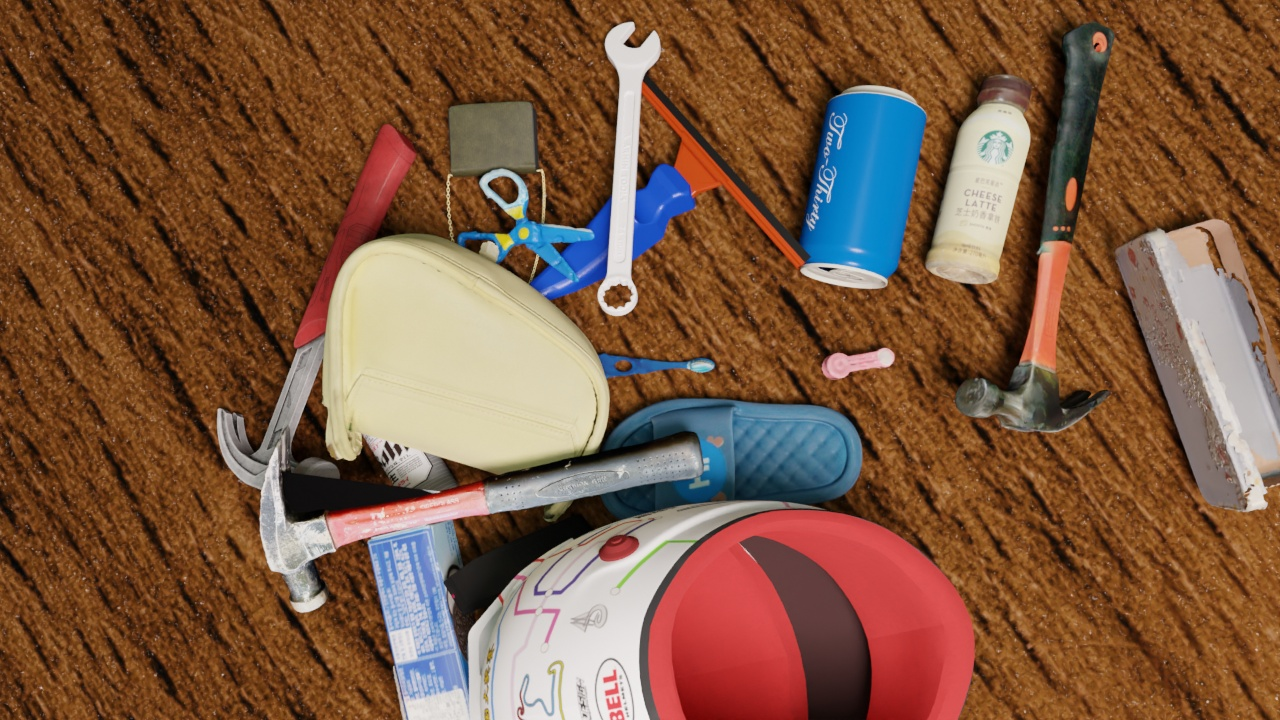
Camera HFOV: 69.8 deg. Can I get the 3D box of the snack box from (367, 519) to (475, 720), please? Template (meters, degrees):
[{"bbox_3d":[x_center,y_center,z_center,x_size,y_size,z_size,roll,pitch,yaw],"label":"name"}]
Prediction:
[{"bbox_3d":[-0.158,0.242,0.729,0.059,0.059,0.226,-15,84,4],"label":"snack box"}]

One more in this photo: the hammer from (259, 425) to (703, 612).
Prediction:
[{"bbox_3d":[-0.116,0.092,0.677,0.326,0.036,0.141,-11,112,-3],"label":"hammer"}]

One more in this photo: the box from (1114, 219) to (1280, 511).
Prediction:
[{"bbox_3d":[0.447,-0.002,0.702,0.105,0.096,0.216,-16,85,-4],"label":"box"}]

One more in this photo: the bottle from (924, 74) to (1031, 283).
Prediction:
[{"bbox_3d":[0.275,-0.146,0.737,0.056,0.056,0.162,15,87,3],"label":"bottle"}]

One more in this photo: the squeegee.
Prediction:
[{"bbox_3d":[-0.011,-0.109,0.749,0.185,0.055,0.249,-37,67,1],"label":"squeegee"}]

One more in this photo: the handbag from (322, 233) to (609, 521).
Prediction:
[{"bbox_3d":[-0.129,0.010,0.709,0.232,0.088,0.191,20,102,-13],"label":"handbag"}]

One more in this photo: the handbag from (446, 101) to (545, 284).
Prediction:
[{"bbox_3d":[-0.121,-0.125,0.775,0.084,0.027,0.178,-2,91,4],"label":"handbag"}]

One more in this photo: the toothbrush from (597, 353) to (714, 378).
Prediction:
[{"bbox_3d":[-0.005,0.005,0.759,0.132,0.016,0.021,0,96,2],"label":"toothbrush"}]

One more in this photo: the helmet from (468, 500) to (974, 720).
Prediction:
[{"bbox_3d":[0.039,0.219,0.636,0.313,0.237,0.230,-1,69,-29],"label":"helmet"}]

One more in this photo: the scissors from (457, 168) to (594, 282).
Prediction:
[{"bbox_3d":[-0.089,-0.112,0.741,0.132,0.019,0.105,6,93,22],"label":"scissors"}]

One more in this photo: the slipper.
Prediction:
[{"bbox_3d":[0.070,0.077,0.731,0.214,0.059,0.103,-6,83,1],"label":"slipper"}]

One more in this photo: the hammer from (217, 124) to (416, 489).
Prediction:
[{"bbox_3d":[-0.257,-0.048,0.756,0.126,0.036,0.315,13,80,28],"label":"hammer"}]

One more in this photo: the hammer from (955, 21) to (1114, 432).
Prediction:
[{"bbox_3d":[0.330,-0.107,0.720,0.133,0.033,0.333,14,84,-24],"label":"hammer"}]

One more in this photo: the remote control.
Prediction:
[{"bbox_3d":[-0.091,0.157,0.722,0.124,0.010,0.039,-24,54,-27],"label":"remote control"}]

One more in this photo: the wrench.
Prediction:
[{"bbox_3d":[-0.012,-0.161,0.732,0.047,0.009,0.273,0,68,8],"label":"wrench"}]

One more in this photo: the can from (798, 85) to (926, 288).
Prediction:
[{"bbox_3d":[0.175,-0.136,0.730,0.079,0.079,0.146,12,86,3],"label":"can"}]

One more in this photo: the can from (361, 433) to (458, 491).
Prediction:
[{"bbox_3d":[-0.191,0.076,0.749,0.044,0.044,0.106,-33,85,0],"label":"can"}]

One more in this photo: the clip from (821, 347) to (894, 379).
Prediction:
[{"bbox_3d":[0.177,0.001,0.742,0.058,0.037,0.022,-12,82,-2],"label":"clip"}]
